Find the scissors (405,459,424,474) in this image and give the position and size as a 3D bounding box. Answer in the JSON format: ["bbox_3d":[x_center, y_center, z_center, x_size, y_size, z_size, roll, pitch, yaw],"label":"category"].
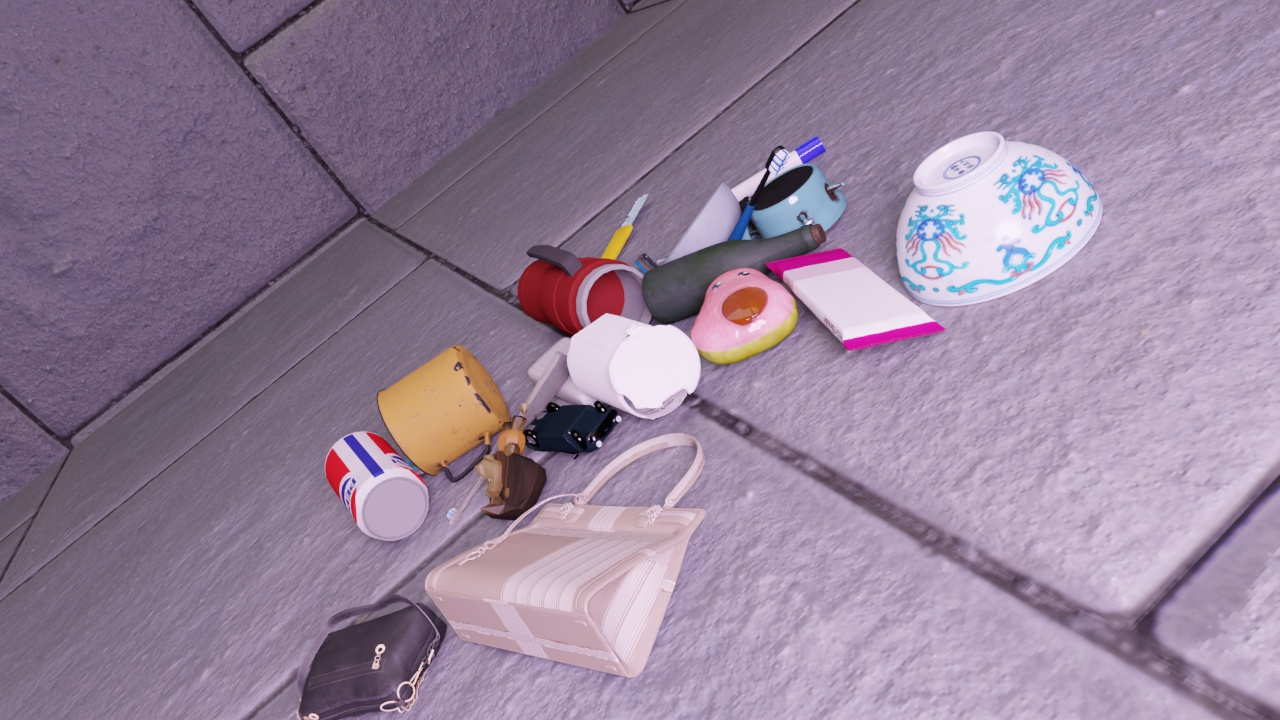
[{"bbox_3d":[-0.277,0.140,0.971,0.141,0.015,0.110,-22,30,37],"label":"scissors"}]

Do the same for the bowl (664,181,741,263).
[{"bbox_3d":[0.067,-0.124,0.919,0.106,0.039,0.106,-55,3,4],"label":"bowl"}]

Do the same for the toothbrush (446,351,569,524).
[{"bbox_3d":[-0.118,0.072,0.839,0.024,0.022,0.185,29,77,20],"label":"toothbrush"}]

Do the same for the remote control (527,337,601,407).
[{"bbox_3d":[-0.062,0.010,0.893,0.060,0.025,0.139,-44,27,-15],"label":"remote control"}]

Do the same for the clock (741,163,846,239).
[{"bbox_3d":[0.137,-0.142,0.868,0.090,0.053,0.124,-44,23,-17],"label":"clock"}]

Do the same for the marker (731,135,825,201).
[{"bbox_3d":[0.137,-0.202,1.014,0.142,0.020,0.020,-30,25,14],"label":"marker"}]

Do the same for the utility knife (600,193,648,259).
[{"bbox_3d":[-0.028,-0.147,1.136,0.031,0.019,0.223,-12,38,32],"label":"utility knife"}]

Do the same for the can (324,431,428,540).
[{"bbox_3d":[-0.256,0.120,0.888,0.070,0.070,0.132,-43,32,-14],"label":"can"}]

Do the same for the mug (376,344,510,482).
[{"bbox_3d":[-0.186,0.056,0.907,0.094,0.100,0.123,-33,65,4],"label":"mug"}]

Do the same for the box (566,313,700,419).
[{"bbox_3d":[-0.005,0.003,0.758,0.080,0.089,0.143,-32,24,-20],"label":"box"}]

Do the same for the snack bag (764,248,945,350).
[{"bbox_3d":[0.157,-0.051,0.703,0.070,0.016,0.196,-13,25,-5],"label":"snack bag"}]

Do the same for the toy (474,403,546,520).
[{"bbox_3d":[-0.107,0.083,0.764,0.076,0.062,0.100,-31,50,53],"label":"toy"}]

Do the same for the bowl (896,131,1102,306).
[{"bbox_3d":[0.240,-0.113,0.653,0.144,0.074,0.143,-30,25,15],"label":"bowl"}]

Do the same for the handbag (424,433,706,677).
[{"bbox_3d":[-0.024,0.116,0.642,0.176,0.062,0.197,-8,28,46],"label":"handbag"}]

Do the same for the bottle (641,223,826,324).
[{"bbox_3d":[0.086,-0.085,0.833,0.175,0.055,0.055,-20,29,30],"label":"bottle"}]

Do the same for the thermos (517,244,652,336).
[{"bbox_3d":[-0.069,-0.076,0.957,0.084,0.108,0.199,-44,23,-13],"label":"thermos"}]

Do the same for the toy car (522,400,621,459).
[{"bbox_3d":[-0.060,0.061,0.791,0.112,0.034,0.046,-5,39,50],"label":"toy car"}]

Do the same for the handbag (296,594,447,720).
[{"bbox_3d":[-0.200,0.224,0.666,0.129,0.054,0.079,-22,32,24],"label":"handbag"}]

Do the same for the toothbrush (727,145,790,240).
[{"bbox_3d":[0.095,-0.127,0.835,0.014,0.014,0.168,-23,-27,-35],"label":"toothbrush"}]

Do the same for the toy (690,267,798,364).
[{"bbox_3d":[0.082,-0.040,0.759,0.090,0.051,0.109,-26,24,10],"label":"toy"}]

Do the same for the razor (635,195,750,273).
[{"bbox_3d":[0.063,-0.130,0.987,0.144,0.022,0.043,-36,66,-9],"label":"razor"}]
